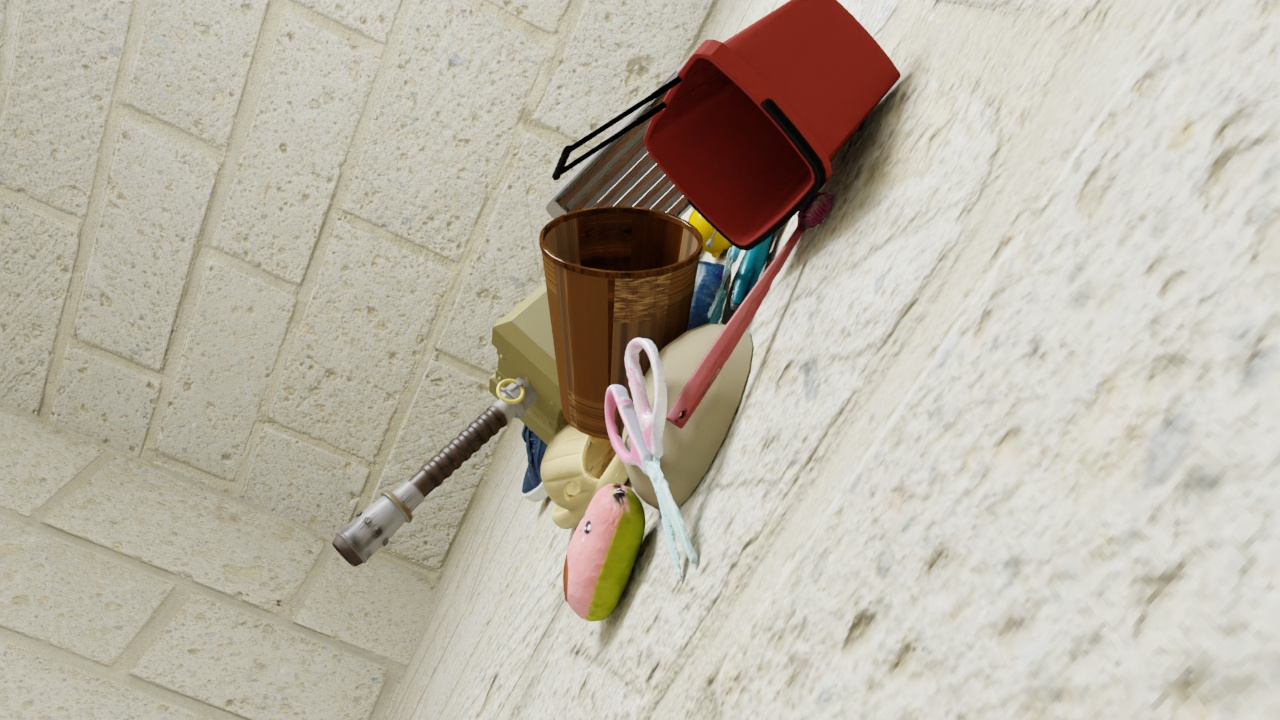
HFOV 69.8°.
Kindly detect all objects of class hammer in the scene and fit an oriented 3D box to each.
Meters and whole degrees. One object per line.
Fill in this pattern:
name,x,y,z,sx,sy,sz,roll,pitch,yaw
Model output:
hammer,-0.173,0.082,0.928,0.324,0.100,0.191,-44,-12,-25

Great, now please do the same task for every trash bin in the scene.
trash bin,0.015,-0.224,1.061,0.229,0.114,0.114,-42,13,16

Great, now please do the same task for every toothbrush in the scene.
toothbrush,0.075,-0.035,0.624,0.190,0.016,0.016,-56,15,-4

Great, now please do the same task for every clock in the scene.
clock,0.083,-0.160,0.910,0.152,0.052,0.113,-89,25,-79

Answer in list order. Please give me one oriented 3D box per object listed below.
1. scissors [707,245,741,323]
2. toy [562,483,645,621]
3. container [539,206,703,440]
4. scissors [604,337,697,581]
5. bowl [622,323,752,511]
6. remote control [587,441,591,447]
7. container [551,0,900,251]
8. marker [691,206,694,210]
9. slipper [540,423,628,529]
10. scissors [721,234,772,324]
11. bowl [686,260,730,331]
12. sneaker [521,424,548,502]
scissors,0.070,-0.066,0.757,0.134,0.015,0.134,101,-165,-46
toy,-0.028,0.145,0.712,0.090,0.051,0.110,-92,23,-70
container,-0.018,-0.028,0.784,0.132,0.132,0.167,-79,-8,-58
scissors,0.012,0.060,0.609,0.178,0.016,0.103,-114,35,-45
bowl,0.026,0.036,0.697,0.152,0.050,0.152,-63,9,17
remote control,-0.044,0.093,1.085,0.047,0.022,0.151,-75,11,-47
container,0.058,-0.142,0.614,0.200,0.127,0.148,-43,1,-20
marker,0.062,-0.165,1.013,0.142,0.013,0.012,67,-135,-72
slipper,-0.063,0.106,0.971,0.111,0.079,0.262,-66,7,-30
scissors,0.096,-0.093,0.735,0.141,0.019,0.128,-67,-1,-63
bowl,0.033,-0.049,0.871,0.114,0.060,0.114,-62,10,19
sneaker,-0.142,0.088,1.362,0.120,0.127,0.295,-80,15,-55
